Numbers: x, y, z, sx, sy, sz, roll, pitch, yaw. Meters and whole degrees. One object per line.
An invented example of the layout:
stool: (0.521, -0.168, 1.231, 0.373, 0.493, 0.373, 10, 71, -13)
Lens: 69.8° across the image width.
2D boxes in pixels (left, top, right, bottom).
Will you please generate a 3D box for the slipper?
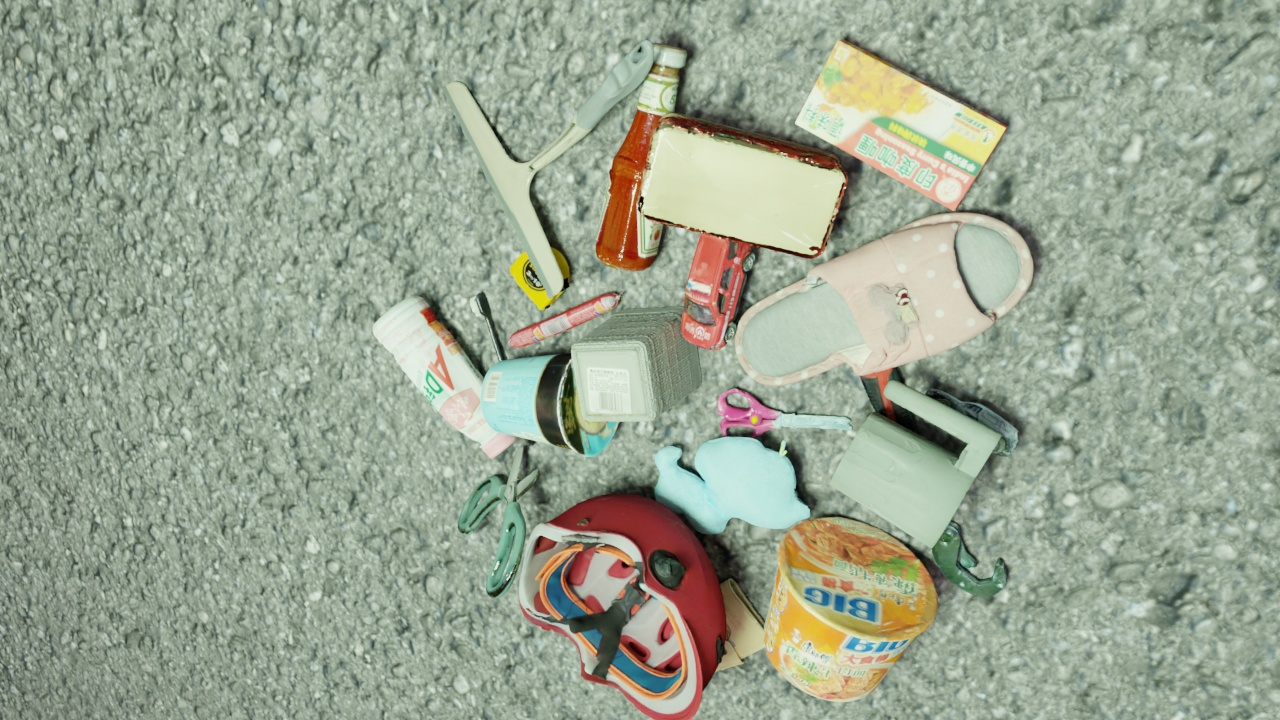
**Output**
slipper: (0.200, -0.046, 0.804, 0.275, 0.054, 0.114, -20, 87, 31)

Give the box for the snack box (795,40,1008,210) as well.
snack box: (0.216, -0.198, 0.769, 0.156, 0.027, 0.077, 32, 119, 12)

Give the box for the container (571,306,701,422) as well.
container: (-0.005, 0.005, 0.890, 0.090, 0.114, 0.090, -2, 106, 25)

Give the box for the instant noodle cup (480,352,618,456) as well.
instant noodle cup: (-0.098, 0.041, 0.958, 0.121, 0.111, 0.111, 1, 108, 33)

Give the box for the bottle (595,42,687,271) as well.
bottle: (0.004, -0.186, 0.854, 0.060, 0.059, 0.206, 21, 114, 17)

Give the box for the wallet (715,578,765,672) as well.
wallet: (0.081, 0.297, 1.004, 0.115, 0.024, 0.087, -37, 85, 29)

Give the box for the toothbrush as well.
toothbrush: (-0.152, 0.012, 1.017, 0.018, 0.015, 0.181, -13, 101, 34)

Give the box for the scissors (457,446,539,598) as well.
scissors: (-0.164, 0.185, 1.021, 0.019, 0.173, 0.170, 22, 148, -29)

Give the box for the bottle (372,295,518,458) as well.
bottle: (-0.213, 0.022, 1.021, 0.068, 0.068, 0.197, -36, 94, 30)

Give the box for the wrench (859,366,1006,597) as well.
wrench: (0.263, 0.102, 0.856, 0.056, 0.016, 0.273, -25, 96, 29)

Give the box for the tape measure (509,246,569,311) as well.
tape measure: (-0.101, -0.091, 0.950, 0.060, 0.028, 0.057, 49, 121, 3)

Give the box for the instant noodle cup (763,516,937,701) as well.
instant noodle cup: (0.189, 0.240, 0.870, 0.151, 0.151, 0.112, 24, 124, 16)

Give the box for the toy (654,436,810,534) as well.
toy: (0.090, 0.125, 0.925, 0.161, 0.049, 0.157, 36, 129, 12)

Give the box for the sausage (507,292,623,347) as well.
sausage: (-0.081, -0.041, 0.964, 0.156, 0.020, 0.020, -20, 98, 29)

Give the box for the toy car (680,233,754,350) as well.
toy car: (0.068, -0.069, 0.860, 0.053, 0.045, 0.121, 23, 109, 38)

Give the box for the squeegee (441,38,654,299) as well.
squeegee: (-0.060, -0.223, 0.864, 0.247, 0.039, 0.246, -32, 83, 42)

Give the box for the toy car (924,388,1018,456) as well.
toy car: (0.291, 0.053, 0.813, 0.090, 0.043, 0.034, 34, 91, 8)

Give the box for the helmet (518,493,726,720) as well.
helmet: (0.002, 0.236, 0.942, 0.240, 0.143, 0.207, 40, 134, 18)

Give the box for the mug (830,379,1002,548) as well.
mug: (0.239, 0.087, 0.804, 0.103, 0.083, 0.124, 30, 121, 19)

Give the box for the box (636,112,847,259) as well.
box: (0.086, -0.150, 0.787, 0.168, 0.079, 0.091, 14, 114, -2)

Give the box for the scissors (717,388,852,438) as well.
scissors: (0.141, 0.062, 0.901, 0.135, 0.017, 0.063, 6, 110, 19)
